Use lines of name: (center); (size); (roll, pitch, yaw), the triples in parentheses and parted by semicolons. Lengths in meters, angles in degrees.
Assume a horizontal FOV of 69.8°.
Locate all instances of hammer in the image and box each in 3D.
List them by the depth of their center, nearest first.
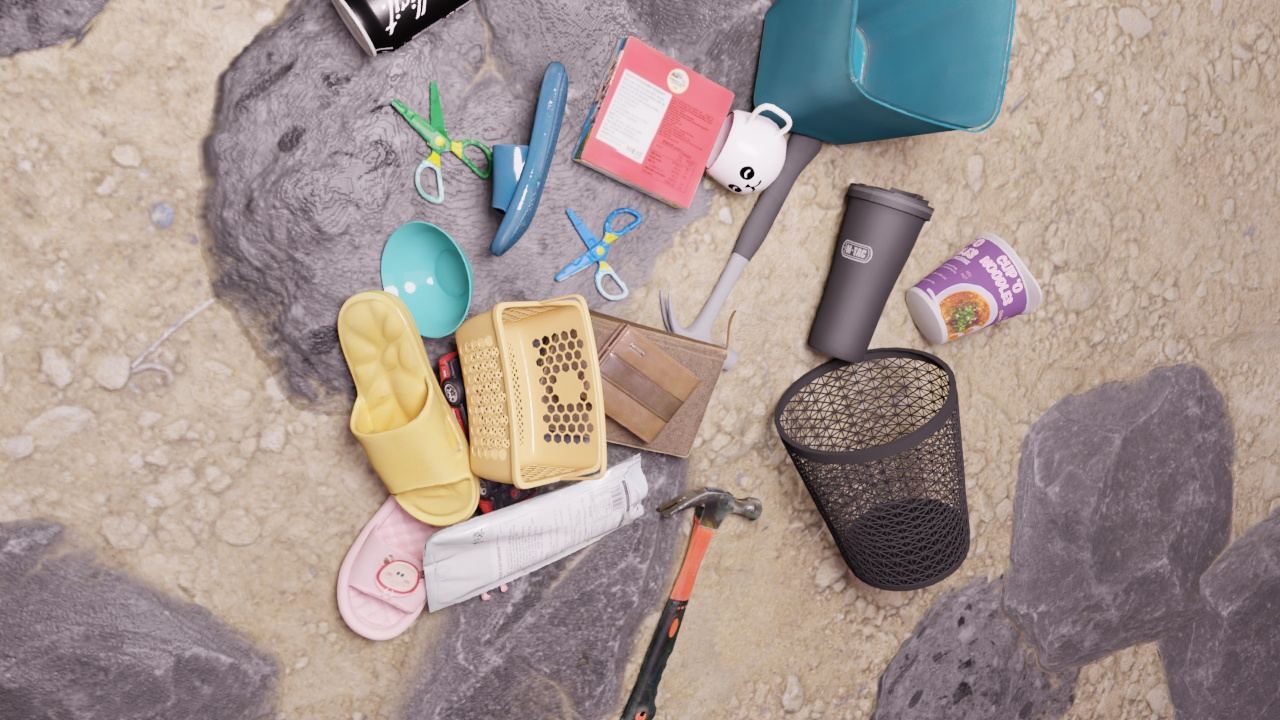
hammer: (0.130, -0.147, 1.109); (0.125, 0.029, 0.311); (29, 90, -25)
hammer: (0.045, 0.321, 1.183); (0.133, 0.033, 0.333); (15, 97, -25)

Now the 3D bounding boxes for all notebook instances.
notebook: (-0.007, 0.008, 1.068); (0.215, 0.034, 0.190); (15, 106, -21)

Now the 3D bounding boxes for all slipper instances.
slipper: (-0.252, 0.057, 0.951); (0.100, 0.078, 0.263); (-16, 96, 16)
slipper: (-0.124, -0.212, 0.966); (0.059, 0.104, 0.213); (17, 88, -3)
slipper: (-0.261, 0.208, 1.024); (0.106, 0.056, 0.221); (28, 90, -22)

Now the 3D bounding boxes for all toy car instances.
toy car: (-0.169, 0.076, 1.020); (0.081, 0.056, 0.189); (-25, 106, -46)

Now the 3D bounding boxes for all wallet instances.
wallet: (-0.003, 0.028, 1.043); (0.121, 0.027, 0.099); (37, 95, -23)

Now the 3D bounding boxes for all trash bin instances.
trash bin: (0.247, -0.337, 0.994); (0.196, 0.219, 0.199); (10, 88, -24)
trash bin: (0.309, 0.145, 1.156); (0.216, 0.217, 0.243); (-30, 117, -13)

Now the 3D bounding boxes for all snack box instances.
snack box: (0.015, -0.264, 1.031); (0.142, 0.040, 0.145); (21, 93, -24)

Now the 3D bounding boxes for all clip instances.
clip: (-0.183, 0.261, 1.086); (0.058, 0.023, 0.050); (42, 84, -29)

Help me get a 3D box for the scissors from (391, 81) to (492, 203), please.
scissors: (-0.218, -0.224, 0.966); (0.129, 0.012, 0.116); (38, 87, -25)

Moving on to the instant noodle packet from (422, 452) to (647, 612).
instant noodle packet: (-0.119, 0.192, 1.048); (0.268, 0.057, 0.147); (-18, 138, -25)

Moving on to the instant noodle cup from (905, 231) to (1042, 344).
instant noodle cup: (0.424, -0.082, 1.190); (0.122, 0.136, 0.122); (-29, 120, -3)

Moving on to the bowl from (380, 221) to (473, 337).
bowl: (-0.212, -0.088, 0.966); (0.046, 0.121, 0.121); (-27, 117, -57)

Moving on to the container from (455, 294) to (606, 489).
container: (-0.096, 0.032, 0.941); (0.129, 0.167, 0.183); (-6, 89, -47)

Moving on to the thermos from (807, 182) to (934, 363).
thermos: (0.278, -0.111, 1.140); (0.105, 0.106, 0.219); (13, 102, -23)

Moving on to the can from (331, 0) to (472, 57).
can: (-0.221, -0.365, 0.894); (0.146, 0.080, 0.080); (-37, 112, -10)

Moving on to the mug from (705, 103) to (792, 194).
mug: (0.130, -0.243, 1.038); (0.076, 0.124, 0.090); (22, 59, -13)

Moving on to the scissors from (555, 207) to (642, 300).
scissors: (-0.045, -0.125, 1.056); (0.125, 0.013, 0.130); (-34, 109, -12)
